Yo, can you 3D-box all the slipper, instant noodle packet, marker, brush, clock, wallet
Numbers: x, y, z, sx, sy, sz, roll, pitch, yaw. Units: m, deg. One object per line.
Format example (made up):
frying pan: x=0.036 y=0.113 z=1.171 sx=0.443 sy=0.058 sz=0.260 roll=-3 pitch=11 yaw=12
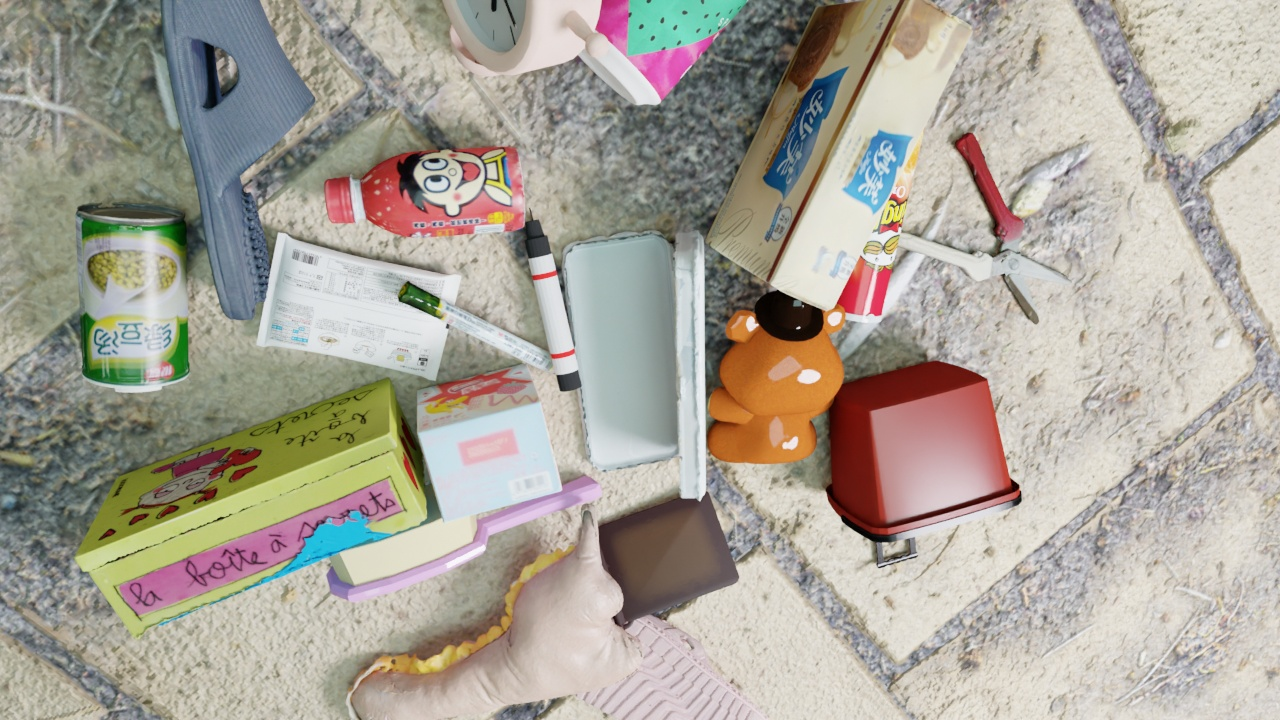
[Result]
slipper: x=0.020 y=0.292 z=0.841 sx=0.239 sy=0.064 sz=0.094 roll=36 pitch=99 yaw=-5
instant noodle packet: x=-0.212 y=-0.038 z=0.694 sx=0.134 sy=0.026 sz=0.087 roll=12 pitch=105 yaw=-18
slipper: x=-0.258 y=-0.156 z=0.611 sx=0.082 sy=0.101 sz=0.264 roll=-7 pitch=116 yaw=-19
marker: x=-0.121 y=-0.022 z=0.711 sx=0.146 sy=0.017 sz=0.017 roll=28 pitch=100 yaw=-33
brush: x=-0.141 y=0.126 z=0.741 sx=0.228 sy=0.089 sz=0.043 roll=-18 pitch=107 yaw=-21
marker: x=-0.071 y=-0.047 z=0.721 sx=0.019 sy=0.019 sz=0.145 roll=-14 pitch=102 yaw=-9
clock: x=-0.075 y=-0.257 z=0.591 sx=0.086 sy=0.161 sz=0.131 roll=-29 pitch=115 yaw=-37
wallet: x=0.019 y=0.174 z=0.805 sx=0.115 sy=0.018 sz=0.091 roll=-19 pitch=79 yaw=-5

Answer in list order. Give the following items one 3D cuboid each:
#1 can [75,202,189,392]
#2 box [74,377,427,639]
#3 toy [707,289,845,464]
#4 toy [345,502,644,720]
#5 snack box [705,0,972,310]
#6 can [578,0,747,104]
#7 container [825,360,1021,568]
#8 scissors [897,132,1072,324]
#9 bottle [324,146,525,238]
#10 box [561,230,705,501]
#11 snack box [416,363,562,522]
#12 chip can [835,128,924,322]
can: x=-0.350 y=-0.044 z=0.636 sx=0.067 sy=0.067 sz=0.121 roll=3 pitch=107 yaw=-15
box: x=-0.273 y=0.100 z=0.676 sx=0.221 sy=0.124 sz=0.083 roll=-23 pitch=114 yaw=-4
toy: x=0.114 y=0.018 z=0.757 sx=0.112 sy=0.096 sz=0.176 roll=-2 pitch=137 yaw=-13
toy: x=-0.133 y=0.237 z=0.780 sx=0.264 sy=0.065 sz=0.196 roll=-13 pitch=95 yaw=9
snack box: x=0.134 y=-0.155 z=0.669 sx=0.055 sy=0.153 sz=0.207 roll=21 pitch=102 yaw=-19
can: x=0.028 y=-0.265 z=0.642 sx=0.088 sy=0.088 sz=0.166 roll=40 pitch=95 yaw=-22
container: x=0.244 y=0.114 z=0.810 sx=0.148 sy=0.127 sz=0.201 roll=-14 pitch=104 yaw=-9
scissors: x=0.297 y=-0.106 z=0.802 sx=0.179 sy=0.015 sz=0.197 roll=-16 pitch=112 yaw=-10
bottle: x=-0.155 y=-0.120 z=0.662 sx=0.137 sy=0.062 sz=0.062 roll=-7 pitch=110 yaw=-13
box: x=0.014 y=0.009 z=0.723 sx=0.130 sy=0.105 sz=0.211 roll=-11 pitch=110 yaw=-7
snack box: x=-0.119 y=0.060 z=0.713 sx=0.093 sy=0.094 sz=0.079 roll=-14 pitch=110 yaw=-8
chip can: x=0.193 y=-0.141 z=0.744 sx=0.051 sy=0.052 sz=0.215 roll=4 pitch=107 yaw=-15
